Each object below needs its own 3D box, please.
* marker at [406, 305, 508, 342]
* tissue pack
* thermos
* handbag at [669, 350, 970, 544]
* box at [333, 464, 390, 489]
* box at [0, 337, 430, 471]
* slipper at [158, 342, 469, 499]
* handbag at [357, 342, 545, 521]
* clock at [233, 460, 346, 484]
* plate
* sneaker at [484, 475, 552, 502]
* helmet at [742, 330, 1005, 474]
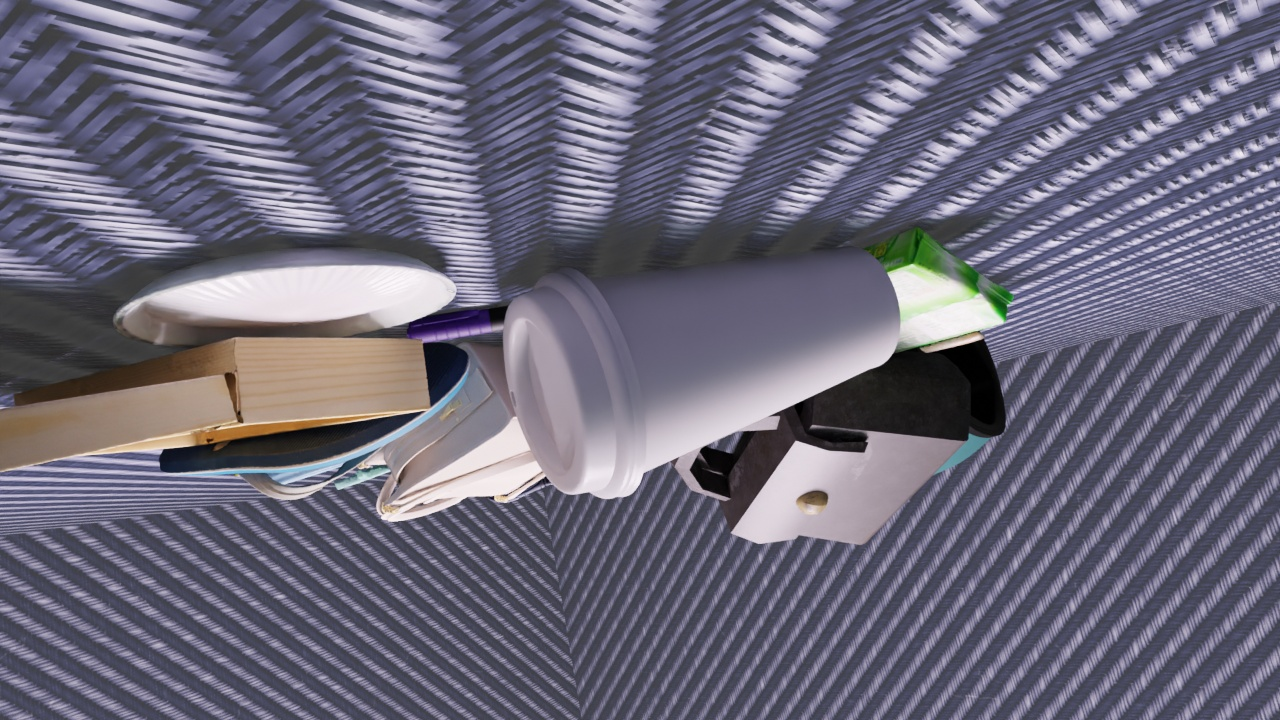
[{"bbox_3d":[-0.081,-0.029,0.585,0.134,0.015,0.018,-9,145,-7],"label":"marker"},{"bbox_3d":[0.180,-0.043,0.626,0.099,0.034,0.114,28,153,-26],"label":"tissue pack"},{"bbox_3d":[0.042,-0.007,0.546,0.221,0.131,0.132,-16,176,-24],"label":"thermos"},{"bbox_3d":[0.125,0.073,0.725,0.199,0.102,0.198,6,143,-10],"label":"handbag"},{"bbox_3d":[-0.242,0.090,0.982,0.187,0.052,0.138,-20,-154,53],"label":"box"},{"bbox_3d":[-0.292,0.036,0.508,0.248,0.068,0.252,-11,-176,34],"label":"box"},{"bbox_3d":[-0.242,0.056,0.674,0.296,0.060,0.118,-11,-151,30],"label":"slipper"},{"bbox_3d":[-0.144,0.079,0.784,0.198,0.101,0.194,-40,160,18],"label":"handbag"},{"bbox_3d":[-0.304,0.076,0.891,0.162,0.060,0.118,-17,178,-4],"label":"clock"},{"bbox_3d":[-0.169,-0.029,0.448,0.157,0.014,0.157,-10,173,-1],"label":"plate"},{"bbox_3d":[-0.047,0.054,0.937,0.253,0.097,0.150,-27,-176,16],"label":"sneaker"},{"bbox_3d":[0.216,0.031,0.898,0.201,0.176,0.274,-21,155,35],"label":"helmet"}]
